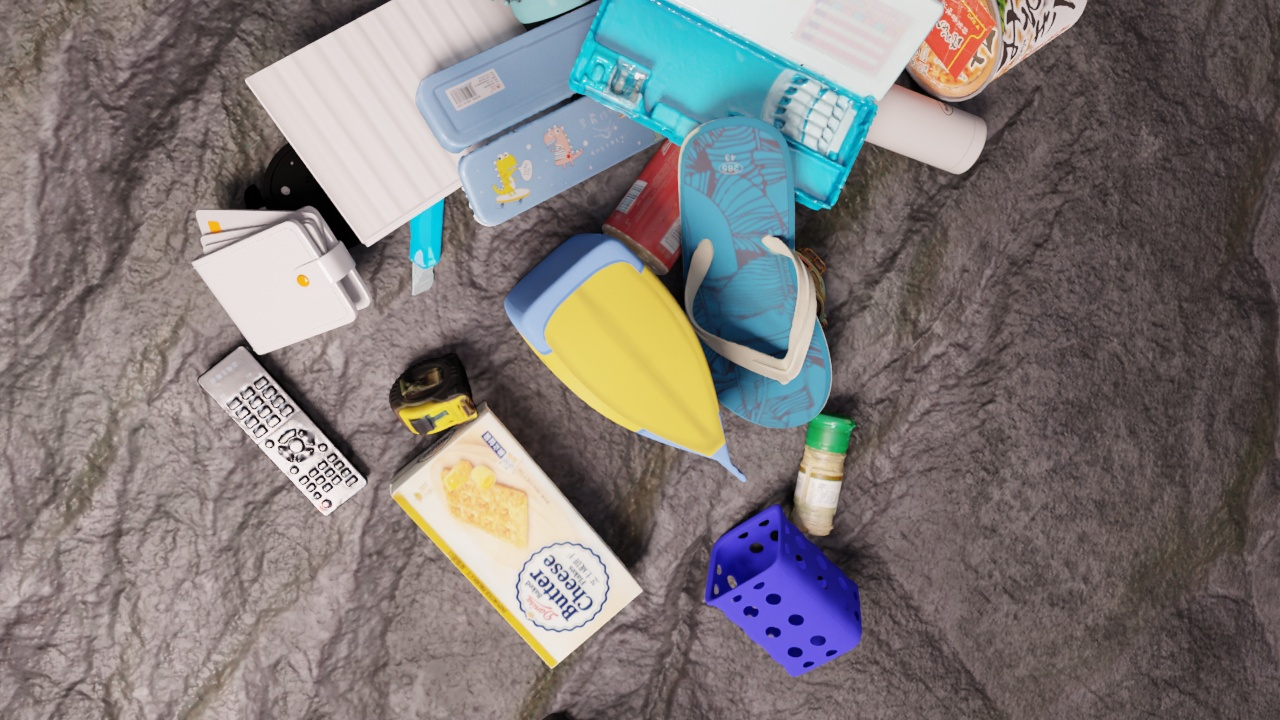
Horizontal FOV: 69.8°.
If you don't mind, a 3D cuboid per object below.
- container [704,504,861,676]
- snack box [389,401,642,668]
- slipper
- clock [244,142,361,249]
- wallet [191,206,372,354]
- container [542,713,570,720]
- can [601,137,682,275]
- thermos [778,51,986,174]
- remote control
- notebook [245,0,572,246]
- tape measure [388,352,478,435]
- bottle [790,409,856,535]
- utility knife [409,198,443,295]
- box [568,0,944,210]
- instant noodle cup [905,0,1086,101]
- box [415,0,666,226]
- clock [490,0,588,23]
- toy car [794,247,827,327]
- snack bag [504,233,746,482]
[{"bbox_3d":[0.128,0.204,0.810,0.085,0.084,0.113,-37,108,27],"label":"container"},{"bbox_3d":[-0.104,0.148,0.774,0.104,0.057,0.208,-40,103,-5],"label":"snack box"},{"bbox_3d":[0.086,-0.048,0.737,0.118,0.060,0.295,-2,126,16],"label":"slipper"},{"bbox_3d":[-0.252,-0.120,0.712,0.091,0.042,0.120,42,87,-14],"label":"clock"},{"bbox_3d":[-0.275,-0.071,0.685,0.119,0.037,0.115,-16,117,24],"label":"wallet"},{"bbox_3d":[-0.090,0.447,0.779,0.241,0.130,0.163,-40,104,-5],"label":"container"},{"bbox_3d":[0.039,-0.152,0.760,0.067,0.067,0.170,36,89,-15],"label":"can"},{"bbox_3d":[0.189,-0.221,0.792,0.224,0.052,0.052,16,94,-14],"label":"thermos"},{"bbox_3d":[-0.286,0.057,0.741,0.047,0.022,0.150,-38,105,-6],"label":"remote control"},{"bbox_3d":[-0.168,-0.203,0.709,0.209,0.009,0.142,-39,104,-21],"label":"notebook"},{"bbox_3d":[-0.170,0.026,0.738,0.062,0.067,0.038,-23,133,-1],"label":"tape measure"},{"bbox_3d":[0.165,0.102,0.836,0.043,0.043,0.111,8,96,-14],"label":"bottle"},{"bbox_3d":[-0.174,-0.139,0.742,0.031,0.015,0.175,3,98,-10],"label":"utility knife"},{"bbox_3d":[0.082,-0.236,0.690,0.227,0.071,0.182,24,112,-9],"label":"box"},{"bbox_3d":[0.302,-0.301,0.780,0.121,0.124,0.123,-27,102,-17],"label":"instant noodle cup"},{"bbox_3d":[-0.062,-0.203,0.729,0.208,0.034,0.127,-32,104,-20],"label":"box"},{"bbox_3d":[-0.057,-0.307,0.709,0.124,0.090,0.053,-28,121,-7],"label":"clock"},{"bbox_3d":[0.131,-0.078,0.801,0.112,0.047,0.047,42,87,-16],"label":"toy car"},{"bbox_3d":[-0.004,0.004,0.725,0.102,0.159,0.205,-42,105,-4],"label":"snack bag"}]
